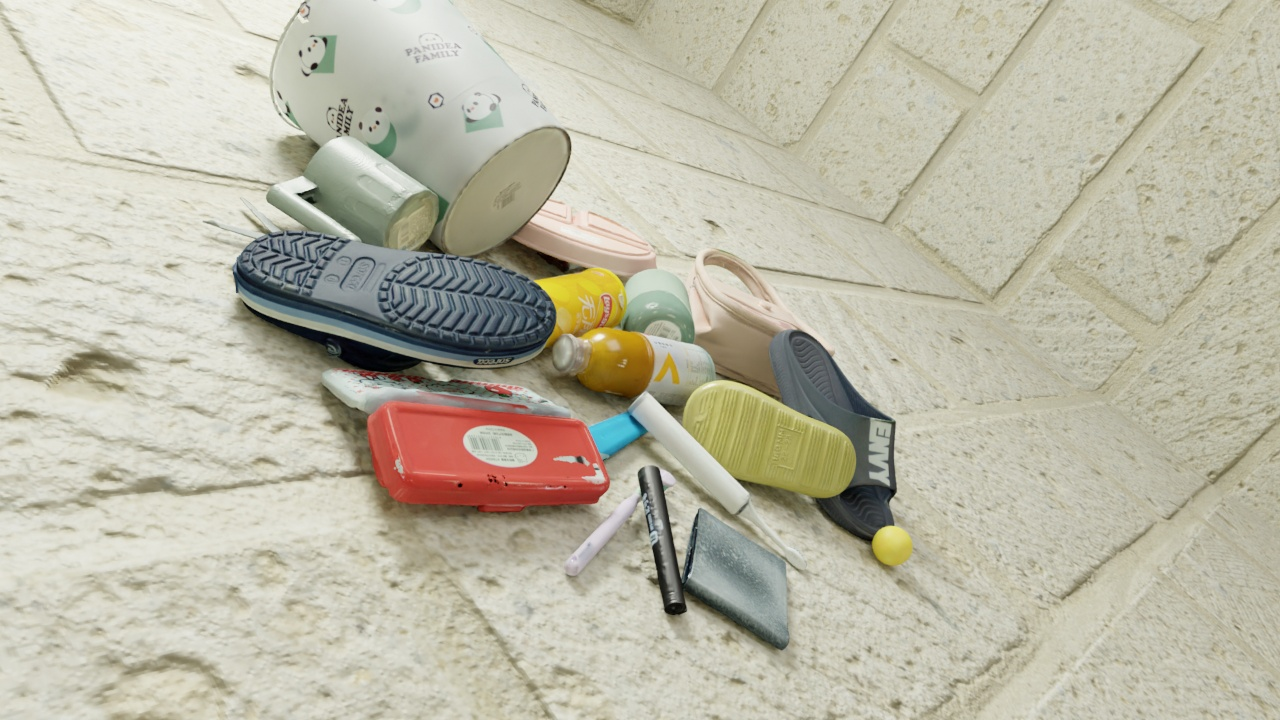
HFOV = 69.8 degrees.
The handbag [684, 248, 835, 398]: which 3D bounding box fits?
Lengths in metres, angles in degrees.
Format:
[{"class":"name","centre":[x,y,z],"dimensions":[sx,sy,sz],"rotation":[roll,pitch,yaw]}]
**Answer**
[{"class":"handbag","centre":[0.138,-0.068,1.207],"dimensions":[0.193,0.094,0.233],"rotation":[24,31,-25]}]

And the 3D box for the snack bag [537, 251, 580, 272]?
[{"class":"snack bag","centre":[-0.087,-0.128,1.139],"dimensions":[0.045,0.026,0.105],"rotation":[37,23,13]}]

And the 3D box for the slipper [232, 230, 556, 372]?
[{"class":"slipper","centre":[-0.198,-0.032,0.739],"dimensions":[0.252,0.095,0.104],"rotation":[12,45,-7]}]

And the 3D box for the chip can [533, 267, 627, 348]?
[{"class":"chip can","centre":[-0.092,-0.049,0.925],"dimensions":[0.072,0.072,0.212],"rotation":[40,25,14]}]

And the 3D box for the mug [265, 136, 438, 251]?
[{"class":"mug","centre":[-0.268,-0.146,0.867],"dimensions":[0.103,0.084,0.123],"rotation":[33,38,13]}]

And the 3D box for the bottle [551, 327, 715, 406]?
[{"class":"bottle","centre":[-0.006,0.005,0.931],"dimensions":[0.189,0.068,0.068],"rotation":[11,32,-42]}]

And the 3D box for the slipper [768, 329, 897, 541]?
[{"class":"slipper","centre":[0.223,0.067,1.016],"dimensions":[0.110,0.084,0.267],"rotation":[7,54,-39]}]

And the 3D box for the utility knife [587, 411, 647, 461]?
[{"class":"utility knife","centre":[-0.013,0.064,0.871],"dimensions":[0.034,0.018,0.191],"rotation":[45,23,11]}]

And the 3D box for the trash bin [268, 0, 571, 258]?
[{"class":"trash bin","centre":[-0.225,-0.260,0.989],"dimensions":[0.252,0.230,0.229],"rotation":[45,25,12]}]

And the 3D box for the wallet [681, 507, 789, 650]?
[{"class":"wallet","centre":[0.082,0.180,0.770],"dimensions":[0.097,0.019,0.120],"rotation":[34,22,-4]}]

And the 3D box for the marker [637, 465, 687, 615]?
[{"class":"marker","centre":[0.017,0.140,0.730],"dimensions":[0.022,0.020,0.131],"rotation":[39,27,-39]}]

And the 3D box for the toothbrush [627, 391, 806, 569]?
[{"class":"toothbrush","centre":[0.074,0.115,0.860],"dimensions":[0.221,0.027,0.026],"rotation":[44,16,7]}]

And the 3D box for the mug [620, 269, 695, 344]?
[{"class":"mug","centre":[0.025,-0.035,1.052],"dimensions":[0.112,0.082,0.106],"rotation":[59,12,-26]}]

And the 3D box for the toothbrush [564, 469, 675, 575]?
[{"class":"toothbrush","centre":[-0.016,0.128,0.741],"dimensions":[0.029,0.021,0.188],"rotation":[0,14,23]}]

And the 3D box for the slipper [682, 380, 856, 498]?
[{"class":"slipper","centre":[0.127,0.088,0.948],"dimensions":[0.190,0.091,0.082],"rotation":[21,-12,-10]}]

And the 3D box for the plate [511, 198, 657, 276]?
[{"class":"plate","centre":[-0.083,-0.162,1.151],"dimensions":[0.229,0.028,0.229],"rotation":[19,19,-7]}]

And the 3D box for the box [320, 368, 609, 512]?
[{"class":"box","centre":[-0.128,0.052,0.707],"dimensions":[0.200,0.060,0.161],"rotation":[9,30,-46]}]

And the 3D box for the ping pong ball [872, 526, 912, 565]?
[{"class":"ping pong ball","centre":[0.260,0.191,0.946],"dimensions":[0.040,0.040,0.040],"rotation":[28,24,-14]}]

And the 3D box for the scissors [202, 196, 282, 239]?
[{"class":"scissors","centre":[-0.296,-0.093,0.816],"dimensions":[0.175,0.012,0.162],"rotation":[8,34,-47]}]
